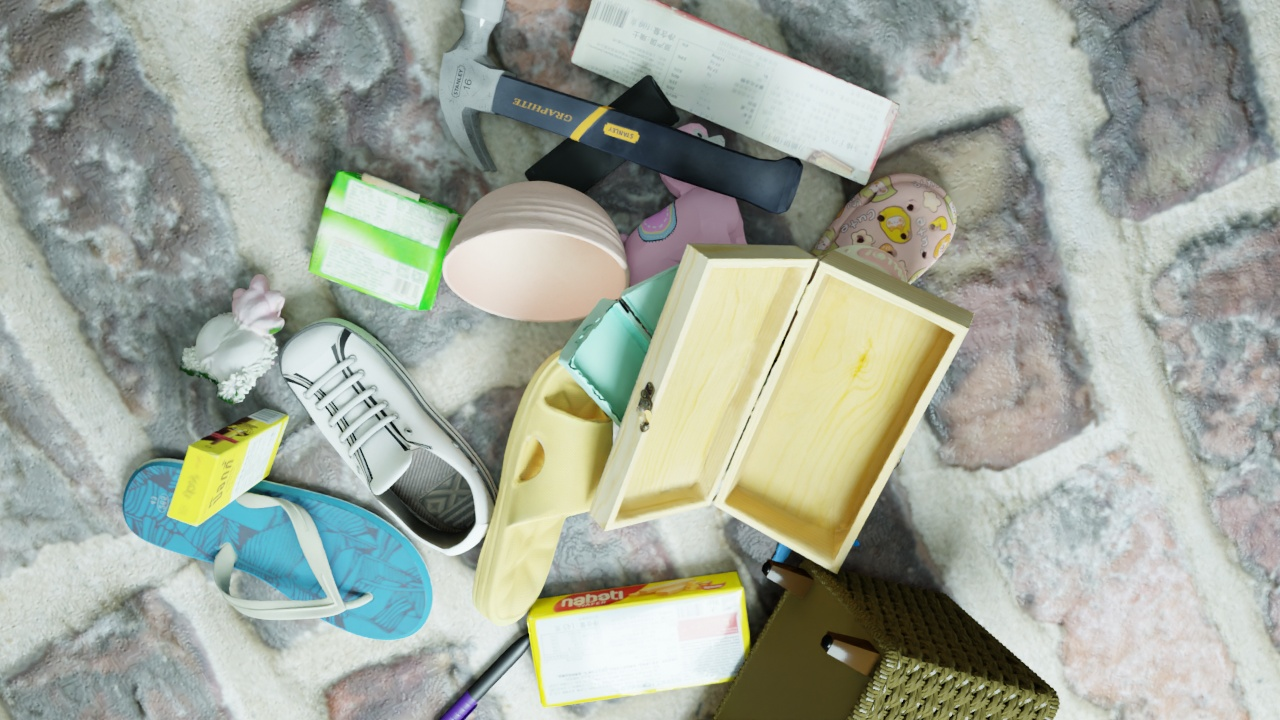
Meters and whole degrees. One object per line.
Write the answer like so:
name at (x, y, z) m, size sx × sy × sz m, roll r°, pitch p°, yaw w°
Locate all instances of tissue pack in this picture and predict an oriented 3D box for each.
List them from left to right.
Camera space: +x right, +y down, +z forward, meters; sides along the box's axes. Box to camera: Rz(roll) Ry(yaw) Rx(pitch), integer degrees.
tissue pack at (-0.222, -0.105, 0.793) m, size 0.114 × 0.034 × 0.099 m, roll 21°, pitch 100°, yaw -6°

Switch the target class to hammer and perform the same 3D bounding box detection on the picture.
hammer at (-0.021, -0.190, 0.735) m, size 0.313 × 0.035 × 0.139 m, roll 21°, pitch 106°, yaw 15°

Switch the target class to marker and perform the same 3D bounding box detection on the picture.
marker at (-0.147, 0.308, 0.871) m, size 0.018 × 0.015 × 0.134 m, roll 41°, pitch 96°, yaw -22°

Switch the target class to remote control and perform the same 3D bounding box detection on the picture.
remote control at (-0.035, -0.180, 0.775) m, size 0.141 × 0.021 × 0.045 m, roll -33°, pitch 99°, yaw 24°

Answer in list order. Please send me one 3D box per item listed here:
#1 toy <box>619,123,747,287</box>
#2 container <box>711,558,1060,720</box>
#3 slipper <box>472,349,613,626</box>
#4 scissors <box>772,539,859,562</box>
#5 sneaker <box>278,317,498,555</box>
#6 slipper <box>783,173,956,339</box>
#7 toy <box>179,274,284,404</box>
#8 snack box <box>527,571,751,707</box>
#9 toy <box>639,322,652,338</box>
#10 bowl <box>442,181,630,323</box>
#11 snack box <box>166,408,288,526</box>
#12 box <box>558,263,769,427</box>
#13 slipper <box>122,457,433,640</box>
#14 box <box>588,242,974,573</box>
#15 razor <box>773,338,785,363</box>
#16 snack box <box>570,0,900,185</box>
toy at (0.035, -0.116, 0.777) m, size 0.123 × 0.067 × 0.157 m, roll -27°, pitch 75°, yaw 23°
container at (0.151, 0.342, 0.784) m, size 0.205 × 0.176 × 0.321 m, roll 25°, pitch 97°, yaw -20°
slipper at (-0.071, 0.119, 0.796) m, size 0.078 × 0.099 × 0.263 m, roll 26°, pitch 104°, yaw 27°
scissors at (0.151, 0.143, 0.857) m, size 0.127 × 0.013 × 0.125 m, roll 26°, pitch 97°, yaw -1°
sneaker at (-0.220, 0.073, 0.789) m, size 0.091 × 0.097 × 0.245 m, roll -36°, pitch 98°, yaw 3°
slipper at (0.192, -0.077, 0.790) m, size 0.093 × 0.081 × 0.197 m, roll 43°, pitch 98°, yaw -7°
toy at (-0.342, -0.020, 0.792) m, size 0.096 × 0.041 × 0.109 m, roll 28°, pitch 85°, yaw 30°
snack box at (0.001, 0.260, 0.855) m, size 0.200 × 0.042 × 0.092 m, roll -8°, pitch 100°, yaw -1°
toy at (-0.005, 0.005, 0.811) m, size 0.050 × 0.065 × 0.102 m, roll 20°, pitch 103°, yaw 27°
bowl at (-0.083, -0.098, 0.758) m, size 0.153 × 0.153 × 0.076 m, roll 2°, pitch 65°, yaw -3°
snack box at (-0.338, 0.084, 0.761) m, size 0.025 × 0.149 × 0.061 m, roll 21°, pitch 97°, yaw -4°
box at (0.027, 0.008, 0.767) m, size 0.138 × 0.055 × 0.187 m, roll -41°, pitch 134°, yaw -4°
slipper at (-0.325, 0.170, 0.822) m, size 0.295 × 0.060 × 0.118 m, roll 22°, pitch 94°, yaw -5°
box at (0.106, 0.036, 0.743) m, size 0.252 × 0.118 × 0.248 m, roll 10°, pitch 118°, yaw -18°
razor at (0.093, -0.042, 0.805) m, size 0.144 × 0.021 × 0.044 m, roll 51°, pitch 129°, yaw 9°
snack box at (0.080, -0.236, 0.780) m, size 0.273 × 0.044 × 0.077 m, roll 21°, pitch 103°, yaw -4°
